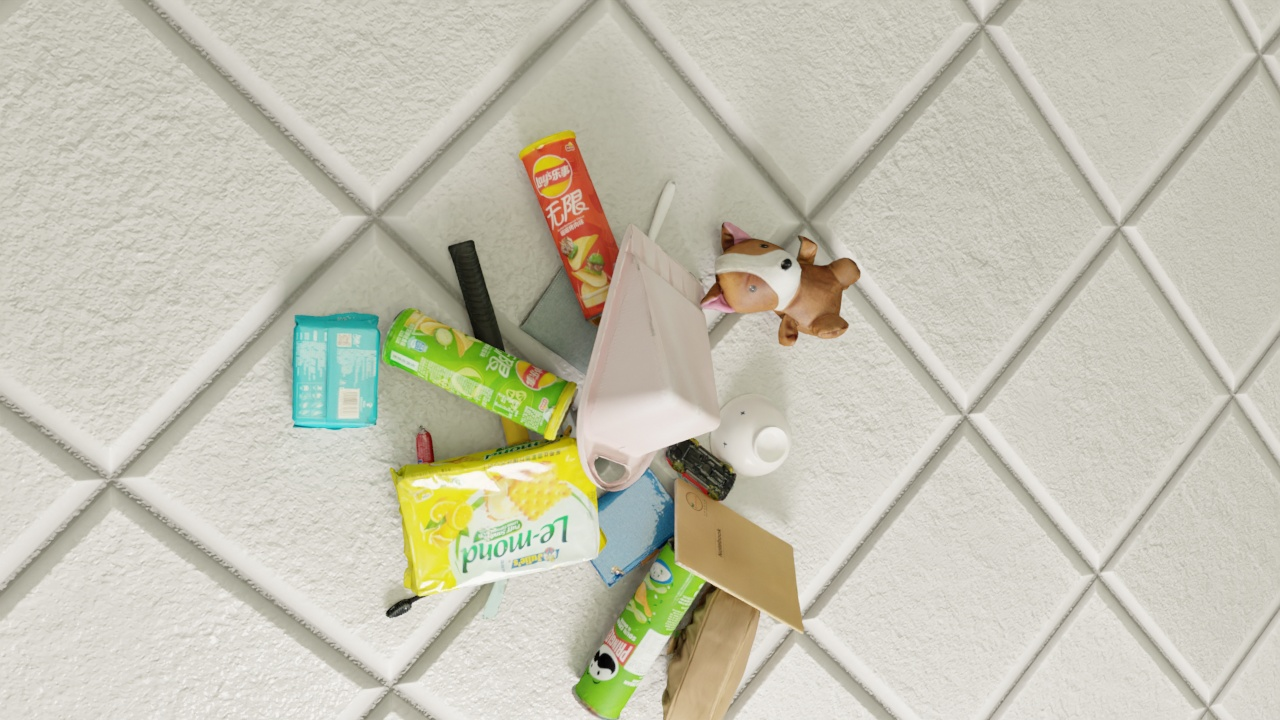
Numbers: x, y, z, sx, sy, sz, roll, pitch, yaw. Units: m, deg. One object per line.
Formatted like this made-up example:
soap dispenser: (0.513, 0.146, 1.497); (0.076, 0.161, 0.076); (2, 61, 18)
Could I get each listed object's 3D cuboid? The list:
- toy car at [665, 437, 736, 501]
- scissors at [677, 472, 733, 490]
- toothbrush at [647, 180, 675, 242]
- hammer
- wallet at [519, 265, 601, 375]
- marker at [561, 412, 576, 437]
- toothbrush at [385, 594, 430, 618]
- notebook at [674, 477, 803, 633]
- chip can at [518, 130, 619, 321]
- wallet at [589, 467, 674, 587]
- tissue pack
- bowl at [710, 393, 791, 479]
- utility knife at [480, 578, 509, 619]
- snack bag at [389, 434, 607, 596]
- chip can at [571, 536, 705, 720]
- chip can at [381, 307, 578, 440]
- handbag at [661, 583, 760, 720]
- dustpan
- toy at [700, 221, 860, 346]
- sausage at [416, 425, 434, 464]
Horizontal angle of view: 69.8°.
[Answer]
toy car: (0.077, 0.141, 1.211); (0.106, 0.031, 0.049); (39, 63, -13)
scissors: (0.075, 0.208, 1.231); (0.133, 0.017, 0.133); (-28, 101, -15)
toothbrush: (0.013, -0.146, 1.149); (0.016, 0.016, 0.180); (26, 77, -29)
hammer: (-0.171, 0.005, 1.095); (0.128, 0.033, 0.301); (-16, 100, -5)
wallet: (-0.068, -0.046, 1.134); (0.129, 0.037, 0.106); (37, 84, -21)
marker: (-0.092, 0.080, 1.142); (0.022, 0.018, 0.131); (-23, 96, 4)
toothbrush: (-0.223, 0.267, 1.124); (0.189, 0.018, 0.014); (-26, 105, -17)
notebook: (0.126, 0.250, 1.183); (0.207, 0.147, 0.008); (33, 120, -20)
chip can: (-0.073, -0.156, 1.081); (0.073, 0.073, 0.216); (-22, 94, -17)
wallet: (-0.016, 0.213, 1.183); (0.133, 0.040, 0.106); (-36, 96, -12)
tissue pack: (-0.342, 0.012, 1.030); (0.093, 0.050, 0.133); (2, 95, -18)
bowl: (0.159, 0.107, 1.223); (0.118, 0.065, 0.118); (-3, 98, -20)
utility knife: (-0.152, 0.219, 1.137); (0.034, 0.018, 0.218); (21, 86, -4)
snack bag: (-0.164, 0.173, 1.070); (0.246, 0.068, 0.158); (-10, 110, -12)
chip can: (0.004, 0.343, 1.168); (0.072, 0.072, 0.236); (30, 95, -21)
chip can: (-0.183, 0.013, 1.038); (0.221, 0.072, 0.072); (25, 87, 0)
handbag: (0.090, 0.384, 1.198); (0.100, 0.147, 0.204); (22, 88, 14)
dustpan: (-0.006, 0.006, 1.087); (0.222, 0.139, 0.273); (34, 43, -58)
toy: (0.180, -0.097, 1.180); (0.199, 0.131, 0.140); (20, 73, -12)
sausage: (-0.253, 0.153, 1.097); (0.020, 0.020, 0.156); (-8, 100, -20)
